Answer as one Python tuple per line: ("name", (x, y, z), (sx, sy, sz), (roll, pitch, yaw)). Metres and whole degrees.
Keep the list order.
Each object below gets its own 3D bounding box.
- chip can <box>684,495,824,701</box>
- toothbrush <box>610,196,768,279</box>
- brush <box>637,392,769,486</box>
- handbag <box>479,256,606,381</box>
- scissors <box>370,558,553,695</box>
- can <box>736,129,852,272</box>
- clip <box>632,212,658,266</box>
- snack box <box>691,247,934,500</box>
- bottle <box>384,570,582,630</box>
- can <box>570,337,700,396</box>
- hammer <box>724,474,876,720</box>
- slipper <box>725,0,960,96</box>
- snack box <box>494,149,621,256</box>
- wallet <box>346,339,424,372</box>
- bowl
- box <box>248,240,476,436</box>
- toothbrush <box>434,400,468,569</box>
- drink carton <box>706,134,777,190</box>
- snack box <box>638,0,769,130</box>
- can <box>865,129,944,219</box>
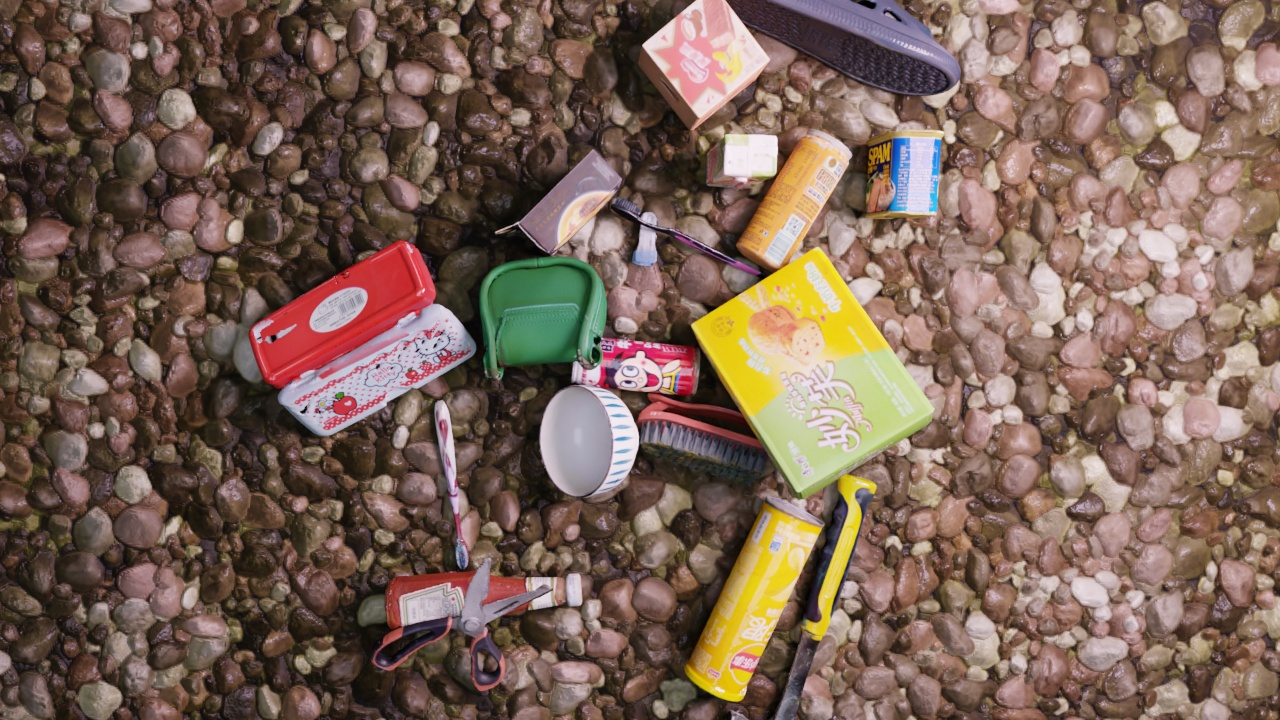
("chip can", (0.122, 0.257, 0.996), (0.072, 0.072, 0.213), (24, 92, -5))
("toothbrush", (0.055, -0.129, 0.979), (0.189, 0.014, 0.017), (23, 67, -13))
("brush", (0.068, 0.080, 0.987), (0.146, 0.063, 0.069), (17, 63, -4))
("handbag", (-0.098, -0.040, 0.931), (0.131, 0.068, 0.120), (-6, 61, 7))
("scissors", (-0.187, 0.282, 0.955), (0.189, 0.015, 0.226), (1, 125, -6))
("can", (0.161, -0.167, 0.968), (0.058, 0.058, 0.146), (31, 92, -5))
("clip", (0.007, -0.131, 0.982), (0.027, 0.043, 0.058), (8, 86, -1))
("snack box", (0.171, 0.013, 0.935), (0.158, 0.070, 0.210), (-32, 72, 2))
("bottle", (-0.166, 0.253, 0.984), (0.206, 0.060, 0.060), (-4, 95, -3))
("can", (-0.006, 0.006, 0.975), (0.132, 0.053, 0.053), (6, 94, -4))
("hammer", (0.199, 0.285, 1.022), (0.126, 0.032, 0.323), (17, 93, -5))
("slipper", (0.210, -0.354, 0.932), (0.268, 0.110, 0.083), (22, 90, -2))
("snack box", (-0.081, -0.151, 0.928), (0.125, 0.113, 0.053), (-45, 96, 2))
("wallet", (-0.298, -0.035, 0.974), (0.115, 0.020, 0.101), (-30, 97, 3))
("bowl", (-0.045, 0.083, 0.962), (0.066, 0.117, 0.116), (0, 96, -44))
("box", (-0.286, -0.017, 0.937), (0.201, 0.074, 0.154), (-28, 102, 6))
("toothbrush", (-0.205, 0.136, 0.993), (0.016, 0.017, 0.187), (-7, 96, -3))
("drink carton", (0.101, -0.199, 0.930), (0.053, 0.122, 0.045), (1, 96, -4))
("snack box", (0.063, -0.306, 0.941), (0.094, 0.077, 0.093), (-39, 96, 1))
("can", (0.271, -0.190, 0.951), (0.057, 0.102, 0.083), (1, 96, -4))
